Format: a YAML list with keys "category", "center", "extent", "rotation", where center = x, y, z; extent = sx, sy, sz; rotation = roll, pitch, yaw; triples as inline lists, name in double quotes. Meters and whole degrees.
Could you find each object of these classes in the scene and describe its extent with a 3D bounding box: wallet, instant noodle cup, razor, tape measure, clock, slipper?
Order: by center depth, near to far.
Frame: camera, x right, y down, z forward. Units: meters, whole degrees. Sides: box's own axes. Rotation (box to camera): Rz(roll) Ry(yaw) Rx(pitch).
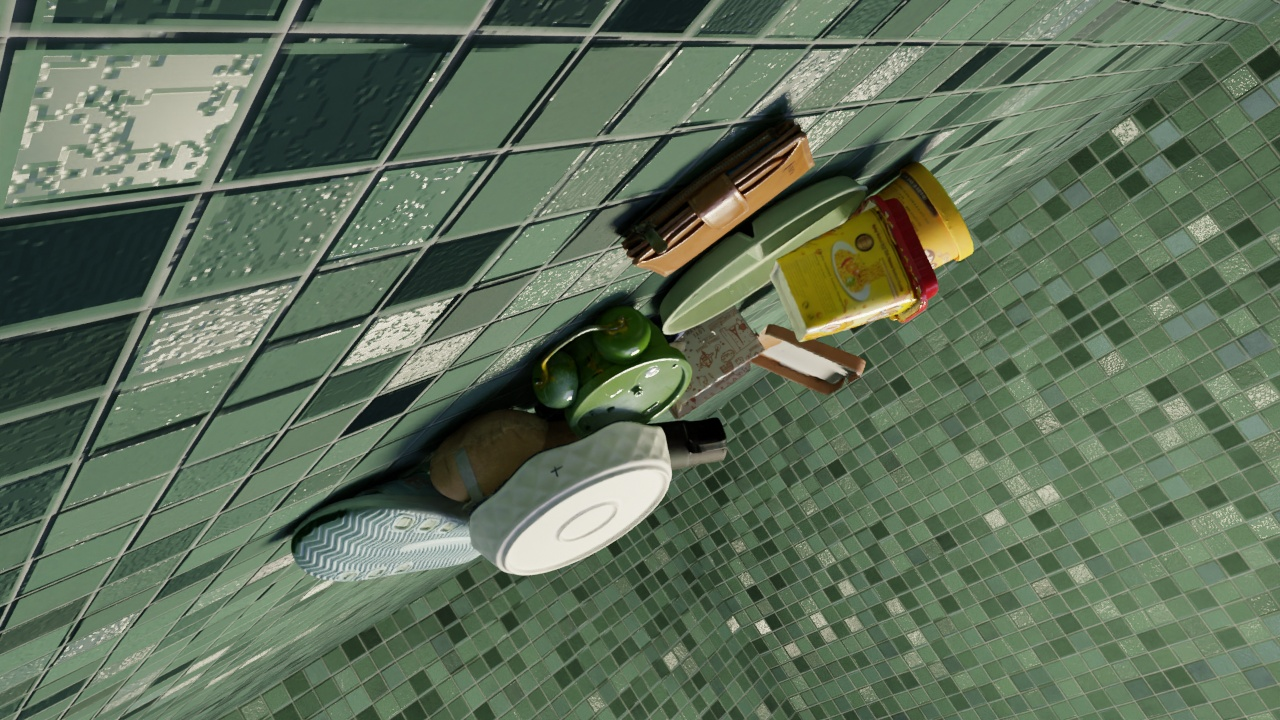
- category: "wallet"
  center: [0.050, -0.104, 0.592]
  extent: [0.131, 0.035, 0.119]
  rotation: [-36, 178, 13]
- category: "clock"
  center: [-0.026, 0.009, 0.783]
  extent: [0.116, 0.056, 0.161]
  rotation: [-36, 152, 11]
- category: "instant noodle cup"
  center: [0.196, -0.078, 0.867]
  extent: [0.123, 0.116, 0.116]
  rotation: [-22, 173, 1]
- category: "slipper"
  center: [-0.217, 0.150, 0.874]
  extent: [0.104, 0.074, 0.245]
  rotation: [-43, 152, 20]
- category: "razor"
  center: [-0.047, 0.015, 0.911]
  extent: [0.133, 0.028, 0.043]
  rotation: [-32, 170, 20]
- category: "tape measure"
  center: [0.019, -0.025, 0.955]
  extent: [0.054, 0.025, 0.058]
  rotation: [-37, 176, 11]
- category: "instant noodle cup"
  center: [0.280, -0.136, 0.999]
  extent: [0.114, 0.118, 0.118]
  rotation: [-32, 173, 9]

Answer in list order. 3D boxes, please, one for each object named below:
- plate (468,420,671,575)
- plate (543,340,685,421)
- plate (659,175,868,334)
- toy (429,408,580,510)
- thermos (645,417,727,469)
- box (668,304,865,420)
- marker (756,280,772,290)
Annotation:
- category: "plate"
  center: [-0.057, 0.133, 0.845]
  extent: [0.204, 0.045, 0.205]
  rotation: [-26, 154, -14]
- category: "plate"
  center: [-0.026, 0.035, 0.942]
  extent: [0.179, 0.024, 0.179]
  rotation: [-31, 174, -4]
- category: "plate"
  center: [0.111, -0.099, 0.864]
  extent: [0.230, 0.027, 0.230]
  rotation: [-32, 172, -5]
- category: "toy"
  center: [-0.098, 0.099, 0.875]
  extent: [0.144, 0.082, 0.225]
  rotation: [-22, 159, 29]
- category: "thermos"
  center: [-0.009, 0.116, 1.192]
  extent: [0.242, 0.068, 0.090]
  rotation: [-7, 178, -11]
- category: "box"
  center: [0.140, 0.002, 1.198]
  extent: [0.271, 0.132, 0.179]
  rotation: [-5, 170, -3]
- category: "marker"
  center: [0.159, -0.103, 1.072]
  extent: [0.131, 0.020, 0.022]
  rotation: [-24, 155, -46]
